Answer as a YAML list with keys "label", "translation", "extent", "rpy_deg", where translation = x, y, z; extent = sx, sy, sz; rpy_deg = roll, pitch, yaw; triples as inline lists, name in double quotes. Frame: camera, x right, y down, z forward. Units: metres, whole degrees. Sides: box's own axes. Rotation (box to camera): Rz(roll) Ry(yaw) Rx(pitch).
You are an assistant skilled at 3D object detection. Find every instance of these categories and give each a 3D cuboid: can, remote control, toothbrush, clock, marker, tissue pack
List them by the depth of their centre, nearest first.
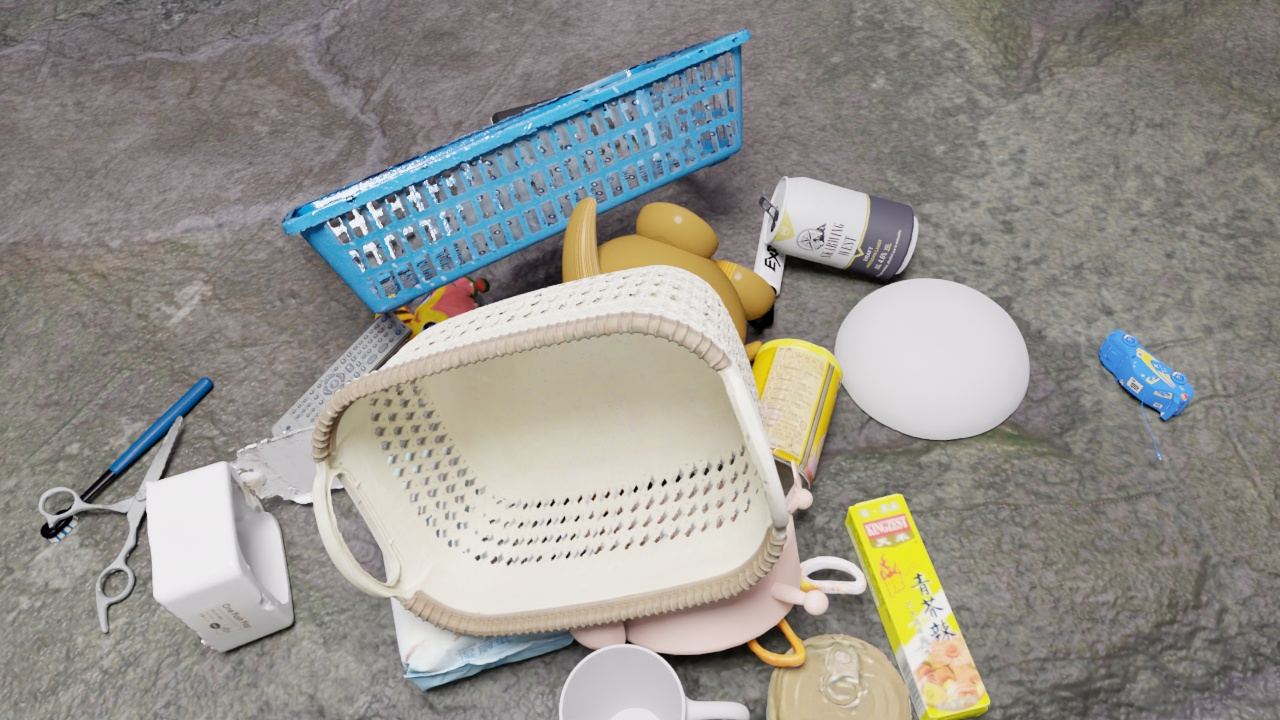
- label: "can"
  translation: [0.121, 0.217, 0.567]
  extent: [0.086, 0.043, 0.086]
  rpy_deg: [-2, 56, 3]
- label: "clock"
  translation: [0.031, 0.120, 0.590]
  extent: [0.161, 0.086, 0.130]
  rpy_deg: [-15, 20, 12]
- label: "tissue pack"
  translation: [-0.121, 0.127, 0.636]
  extent: [0.112, 0.070, 0.181]
  rpy_deg: [-17, 55, -8]
- label: "can"
  translation: [0.105, 0.042, 0.674]
  extent: [0.068, 0.068, 0.104]
  rpy_deg: [14, 59, 15]
- label: "toothbrush"
  translation: [-0.407, 0.076, 0.734]
  extent: [0.014, 0.014, 0.167]
  rpy_deg: [27, 61, 21]
- label: "remote control"
  translation: [-0.240, 0.017, 0.736]
  extent: [0.033, 0.013, 0.136]
  rpy_deg: [39, 83, 26]
- label: "can"
  translation: [0.159, -0.111, 0.758]
  extent: [0.127, 0.064, 0.064]
  rpy_deg: [14, 57, -5]
- label: "marker"
  translation: [0.110, -0.079, 0.782]
  extent: [0.025, 0.025, 0.125]
  rpy_deg: [8, 57, 11]
- label: "remote control"
  translation: [-0.090, -0.254, 0.929]
  extent: [0.124, 0.012, 0.028]
  rpy_deg: [-16, 56, -5]

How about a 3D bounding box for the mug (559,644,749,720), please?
- label: "mug"
  translation: [0.011, 0.218, 0.549]
  extent: [0.107, 0.089, 0.071]
  rpy_deg: [-3, 55, 3]

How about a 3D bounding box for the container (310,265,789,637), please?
- label: "container"
  translation: [-0.042, 0.047, 0.520]
  extent: [0.246, 0.185, 0.142]
  rpy_deg: [-13, 26, 16]

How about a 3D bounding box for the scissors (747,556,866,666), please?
- label: "scissors"
  translation: [0.090, 0.151, 0.606]
  extent: [0.127, 0.011, 0.125]
  rpy_deg: [-17, 29, -10]

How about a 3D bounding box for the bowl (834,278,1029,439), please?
- label: "bowl"
  translation: [0.229, -0.013, 0.714]
  extent: [0.149, 0.043, 0.149]
  rpy_deg: [-3, 56, 4]

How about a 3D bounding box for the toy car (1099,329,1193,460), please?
- label: "toy car"
  translation: [0.365, 0.025, 0.678]
  extent: [0.061, 0.033, 0.092]
  rpy_deg: [-28, 57, -21]

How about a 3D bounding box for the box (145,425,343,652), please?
- label: "box"
  translation: [-0.252, 0.111, 0.641]
  extent: [0.136, 0.109, 0.126]
  rpy_deg: [-17, 54, -10]

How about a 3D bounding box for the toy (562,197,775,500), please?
- label: "toy"
  translation: [-0.004, 0.004, 0.666]
  extent: [0.163, 0.198, 0.203]
  rpy_deg: [8, 64, 55]

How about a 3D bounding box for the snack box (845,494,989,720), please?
- label: "snack box"
  translation: [0.180, 0.162, 0.607]
  extent: [0.040, 0.029, 0.147]
  rpy_deg: [-13, 55, -4]

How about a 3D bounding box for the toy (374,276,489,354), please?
- label: "toy"
  translation: [-0.171, -0.031, 0.765]
  extent: [0.103, 0.046, 0.084]
  rpy_deg: [-5, 77, 14]

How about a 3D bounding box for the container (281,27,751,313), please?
- label: "container"
  translation: [-0.100, -0.151, 0.753]
  extent: [0.361, 0.089, 0.257]
  rpy_deg: [-27, 19, -12]

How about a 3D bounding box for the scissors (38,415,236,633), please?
- label: "scissors"
  translation: [-0.384, 0.120, 0.698]
  extent: [0.141, 0.014, 0.173]
  rpy_deg: [-4, 61, -8]
